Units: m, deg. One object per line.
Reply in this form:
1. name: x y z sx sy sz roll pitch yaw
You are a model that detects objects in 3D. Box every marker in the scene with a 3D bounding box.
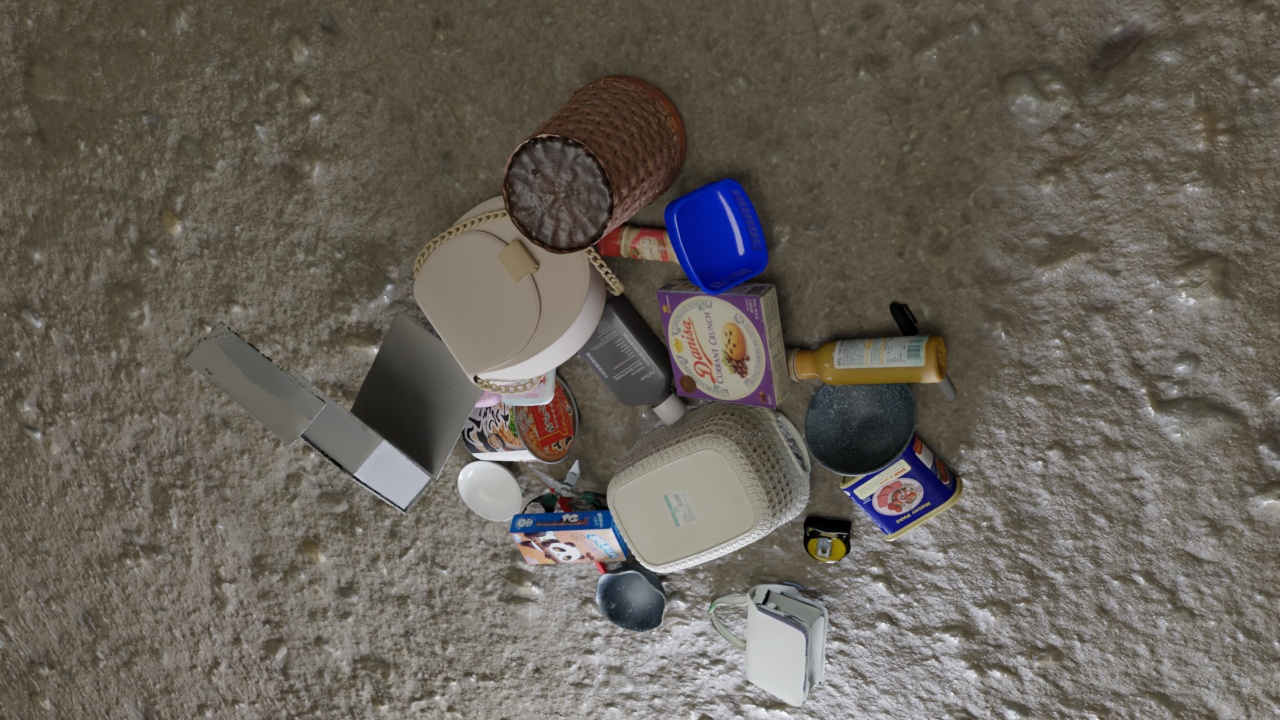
1. marker: 0.327 -0.011 1.054 0.022 0.016 0.138 -35 101 7

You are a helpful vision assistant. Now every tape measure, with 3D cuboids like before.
1. tape measure: 0.244 0.236 1.199 0.062 0.034 0.061 4 119 20

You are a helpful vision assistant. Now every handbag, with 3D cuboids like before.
1. handbag: -0.150 -0.084 1.100 0.208 0.103 0.210 -40 68 3
2. handbag: 0.175 0.378 1.289 0.176 0.073 0.151 16 121 34

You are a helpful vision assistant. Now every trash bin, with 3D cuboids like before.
1. trash bin: -0.051 -0.212 0.978 0.151 0.209 0.151 8 117 16

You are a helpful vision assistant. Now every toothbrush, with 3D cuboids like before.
1. toothbrush: -0.074 0.266 1.347 0.018 0.012 0.212 -22 106 24

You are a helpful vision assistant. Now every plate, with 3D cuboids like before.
1. plate: -0.217 0.187 1.352 0.104 0.026 0.104 9 119 16

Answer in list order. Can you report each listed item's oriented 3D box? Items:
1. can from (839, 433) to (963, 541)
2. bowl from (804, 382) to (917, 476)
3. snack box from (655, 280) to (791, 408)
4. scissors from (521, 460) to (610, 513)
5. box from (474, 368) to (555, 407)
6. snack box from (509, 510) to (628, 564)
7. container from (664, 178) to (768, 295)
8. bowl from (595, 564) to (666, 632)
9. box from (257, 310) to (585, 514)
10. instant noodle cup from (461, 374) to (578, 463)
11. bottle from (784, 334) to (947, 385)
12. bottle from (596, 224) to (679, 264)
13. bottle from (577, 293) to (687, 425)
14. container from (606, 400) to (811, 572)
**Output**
1. can: 0.314 0.151 1.116 0.092 0.056 0.116 46 122 -5
2. bowl: 0.268 0.078 1.084 0.137 0.136 0.057 -20 147 28
3. snack box: 0.099 -0.022 1.094 0.148 0.040 0.143 6 119 38
4. scissors: -0.081 0.205 1.284 0.202 0.015 0.202 18 137 -9
5. box: -0.178 -0.042 1.160 0.153 0.038 0.201 -4 82 25
6. snack box: -0.100 0.252 1.303 0.151 0.034 0.087 -5 137 14
7. container: 0.082 -0.141 1.036 0.096 0.058 0.114 -27 108 -9
8. bowl: -0.007 0.336 1.332 0.110 0.055 0.110 9 118 17
9. box: -0.259 0.019 1.196 0.167 0.420 0.174 33 141 19
10. instant noodle cup: -0.169 0.084 1.236 0.122 0.123 0.123 -13 111 35
11. bottle: 0.252 0.002 1.056 0.186 0.053 0.053 -3 115 32
12. bottle: 0.004 -0.140 1.093 0.109 0.044 0.044 9 118 16
13. bottle: -0.007 0.007 1.169 0.084 0.046 0.174 -34 100 31
14. container: 0.079 0.162 1.159 0.247 0.142 0.184 -29 90 30
